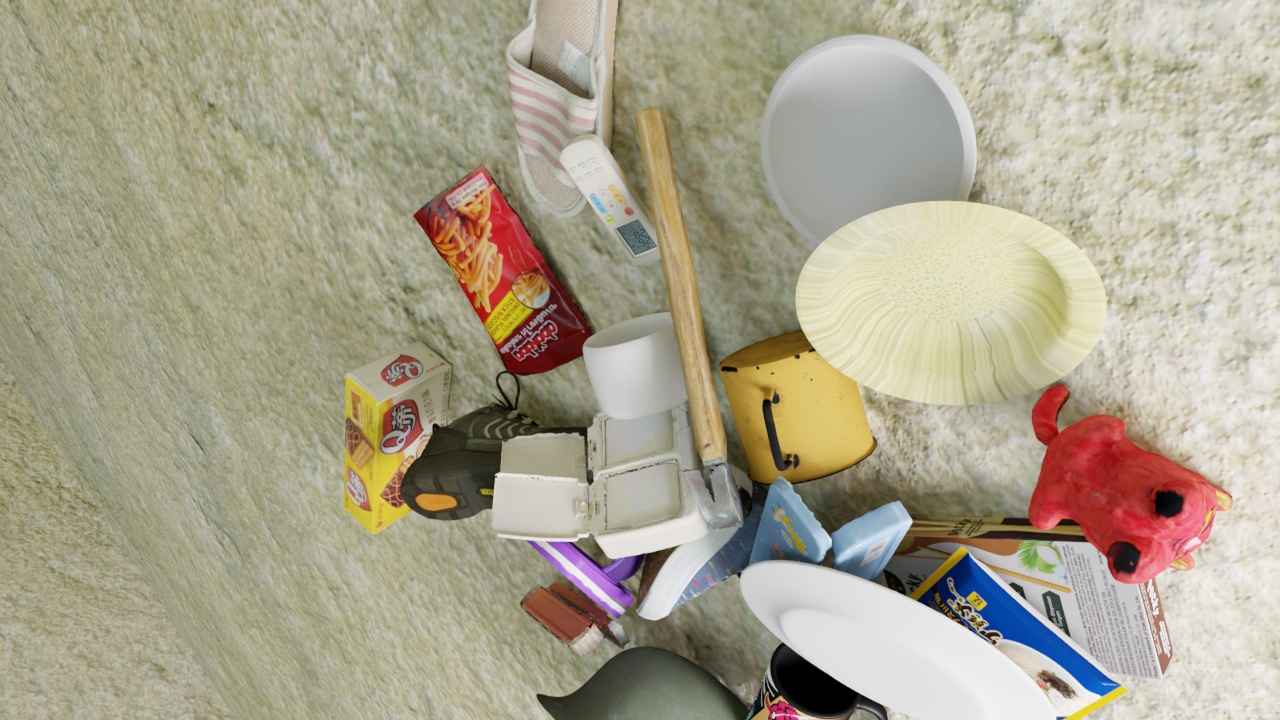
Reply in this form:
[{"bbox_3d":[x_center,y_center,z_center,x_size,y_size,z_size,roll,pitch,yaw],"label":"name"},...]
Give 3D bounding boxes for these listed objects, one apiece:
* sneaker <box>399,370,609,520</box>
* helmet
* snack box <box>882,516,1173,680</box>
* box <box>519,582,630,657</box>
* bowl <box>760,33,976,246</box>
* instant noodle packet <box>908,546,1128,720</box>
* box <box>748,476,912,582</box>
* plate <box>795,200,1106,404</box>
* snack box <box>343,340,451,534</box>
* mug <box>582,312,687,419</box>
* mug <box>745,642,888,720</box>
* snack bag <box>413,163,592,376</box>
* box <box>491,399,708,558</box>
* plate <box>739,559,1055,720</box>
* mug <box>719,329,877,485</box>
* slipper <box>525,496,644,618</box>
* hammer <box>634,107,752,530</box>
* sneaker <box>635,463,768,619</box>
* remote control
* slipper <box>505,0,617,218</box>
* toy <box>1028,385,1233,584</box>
[{"bbox_3d":[-0.128,0.089,0.975,0.238,0.142,0.101,-8,132,13],"label":"sneaker"},{"bbox_3d":[0.028,0.379,0.910,0.268,0.153,0.227,38,167,-2],"label":"helmet"},{"bbox_3d":[0.271,0.167,0.669,0.186,0.031,0.101,-8,105,46],"label":"snack box"},{"bbox_3d":[-0.077,0.286,1.009,0.071,0.056,0.187,26,169,-23],"label":"box"},{"bbox_3d":[0.154,-0.141,0.607,0.150,0.043,0.150,22,128,32],"label":"bowl"},{"bbox_3d":[0.261,0.200,0.651,0.134,0.026,0.087,42,141,18],"label":"instant noodle packet"},{"bbox_3d":[0.141,0.146,0.712,0.085,0.072,0.209,49,161,25],"label":"box"},{"bbox_3d":[0.196,-0.043,0.590,0.184,0.036,0.185,12,143,9],"label":"plate"},{"bbox_3d":[-0.300,0.097,1.120,0.062,0.109,0.231,35,132,24],"label":"snack box"},{"bbox_3d":[-0.005,0.005,0.802,0.116,0.094,0.068,2,114,52],"label":"mug"},{"bbox_3d":[0.163,0.319,0.830,0.118,0.081,0.098,16,126,5],"label":"mug"},{"bbox_3d":[-0.135,-0.083,0.924,0.139,0.066,0.208,-25,103,42],"label":"snack bag"},{"bbox_3d":[-0.036,0.100,0.794,0.188,0.144,0.058,-11,136,5],"label":"box"},{"bbox_3d":[0.181,0.226,0.689,0.242,0.016,0.243,26,153,14],"label":"plate"},{"bbox_3d":[0.112,0.034,0.684,0.101,0.123,0.094,-13,101,26],"label":"mug"},{"bbox_3d":[-0.042,0.181,0.906,0.107,0.084,0.267,37,167,22],"label":"slipper"},{"bbox_3d":[0.036,-0.034,0.707,0.033,0.132,0.330,-12,82,12],"label":"hammer"},{"bbox_3d":[0.064,0.177,0.857,0.079,0.087,0.236,21,137,-8],"label":"sneaker"},{"bbox_3d":[-0.021,-0.132,0.766,0.038,0.018,0.125,-18,123,33],"label":"remote control"},{"bbox_3d":[-0.066,-0.240,0.760,0.115,0.052,0.263,32,130,29],"label":"slipper"},{"bbox_3d":[0.298,0.076,0.577,0.088,0.094,0.133,-62,38,32],"label":"toy"}]
